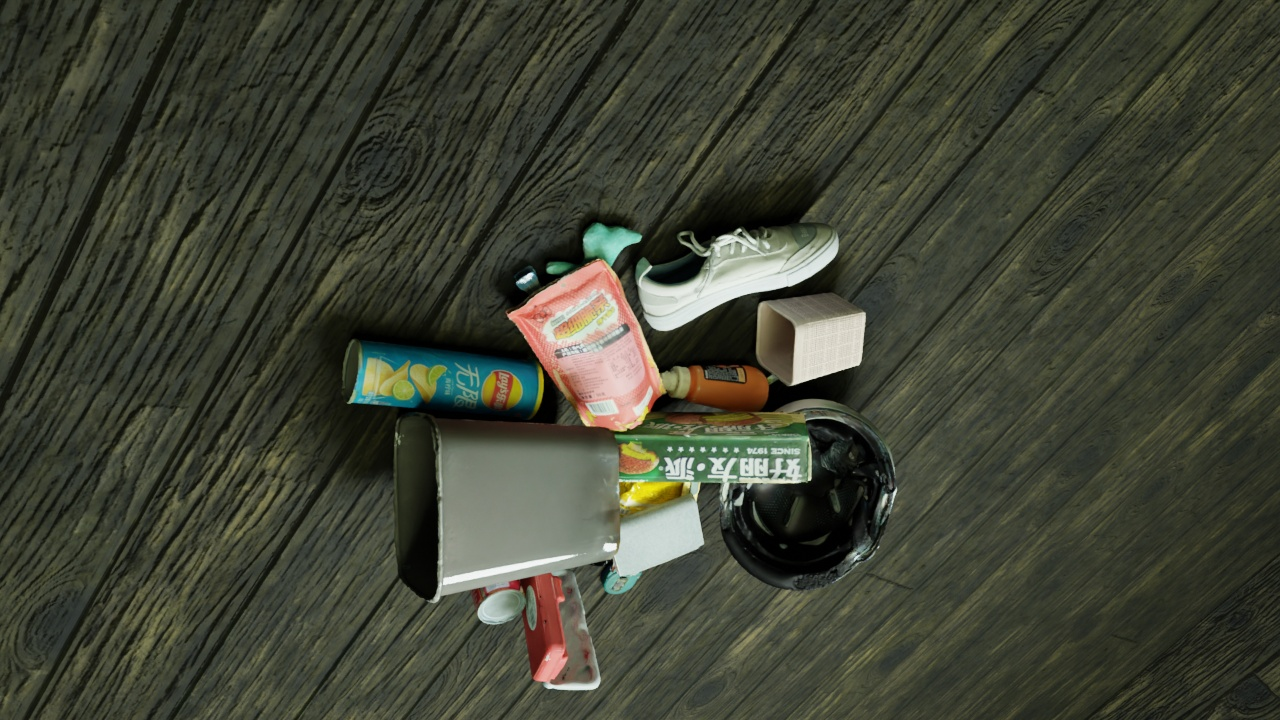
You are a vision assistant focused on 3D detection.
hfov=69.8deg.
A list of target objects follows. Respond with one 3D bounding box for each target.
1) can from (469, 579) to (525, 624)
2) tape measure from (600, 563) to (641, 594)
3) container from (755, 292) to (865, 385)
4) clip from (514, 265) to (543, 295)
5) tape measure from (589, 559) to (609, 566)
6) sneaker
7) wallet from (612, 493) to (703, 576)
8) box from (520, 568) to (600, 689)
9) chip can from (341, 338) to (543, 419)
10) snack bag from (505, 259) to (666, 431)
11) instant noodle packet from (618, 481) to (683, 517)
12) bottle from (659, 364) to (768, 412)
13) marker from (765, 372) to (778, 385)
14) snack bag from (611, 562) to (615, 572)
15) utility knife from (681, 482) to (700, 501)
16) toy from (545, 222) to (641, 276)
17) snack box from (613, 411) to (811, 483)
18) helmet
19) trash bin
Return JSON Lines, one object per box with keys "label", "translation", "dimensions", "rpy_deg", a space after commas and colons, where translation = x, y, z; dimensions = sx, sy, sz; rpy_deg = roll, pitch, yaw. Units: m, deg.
{"label": "can", "translation": [-0.197, 0.296, 1.233], "dimensions": [0.066, 0.093, 0.067], "rpy_deg": [-14, 131, -16]}
{"label": "tape measure", "translation": [-0.031, 0.330, 1.387], "dimensions": [0.058, 0.025, 0.055], "rpy_deg": [12, 119, -32]}
{"label": "container", "translation": [0.218, -0.032, 1.168], "dimensions": [0.110, 0.090, 0.090], "rpy_deg": [-12, 118, -21]}
{"label": "clip", "translation": [-0.117, -0.079, 1.023], "dimensions": [0.026, 0.037, 0.058], "rpy_deg": [-36, 130, 2]}
{"label": "tape measure", "translation": [-0.062, 0.261, 1.294], "dimensions": [0.057, 0.058, 0.039], "rpy_deg": [-55, 138, -17]}
{"label": "sneaker", "translation": [0.107, -0.122, 1.056], "dimensions": [0.242, 0.089, 0.091], "rpy_deg": [-22, 128, 0]}
{"label": "wallet", "translation": [0.020, 0.242, 1.274], "dimensions": [0.129, 0.037, 0.107], "rpy_deg": [-18, 128, -9]}
{"label": "box", "translation": [-0.106, 0.334, 1.231], "dimensions": [0.100, 0.200, 0.095], "rpy_deg": [10, 125, -24]}
{"label": "chip can", "translation": [-0.217, 0.022, 1.019], "dimensions": [0.210, 0.071, 0.071], "rpy_deg": [8, 122, -30]}
{"label": "snack bag", "translation": [-0.053, -0.011, 1.056], "dimensions": [0.128, 0.073, 0.208], "rpy_deg": [-25, 126, 5]}
{"label": "instant noodle packet", "translation": [0.014, 0.189, 1.283], "dimensions": [0.128, 0.044, 0.111], "rpy_deg": [12, 114, -37]}
{"label": "bottle", "translation": [0.090, 0.033, 1.187], "dimensions": [0.149, 0.066, 0.067], "rpy_deg": [8, 122, -22]}
{"label": "marker", "translation": [0.207, 0.003, 1.248], "dimensions": [0.124, 0.015, 0.018], "rpy_deg": [-34, 129, 7]}
{"label": "snack bag", "translation": [-0.021, 0.264, 1.336], "dimensions": [0.045, 0.026, 0.105], "rpy_deg": [-33, 142, -45]}
{"label": "utility knife", "translation": [0.071, 0.182, 1.276], "dimensions": [0.031, 0.019, 0.183], "rpy_deg": [-6, 129, -20]}
{"label": "toy", "translation": [-0.055, -0.112, 1.018], "dimensions": [0.096, 0.030, 0.092], "rpy_deg": [8, 120, -27]}
{"label": "snack box", "translation": [0.087, 0.106, 1.138], "dimensions": [0.240, 0.114, 0.063], "rpy_deg": [0, 101, 8]}
{"label": "helmet", "translation": [0.235, 0.169, 1.284], "dimensions": [0.230, 0.156, 0.275], "rpy_deg": [22, 116, 8]}
{"label": "trash bin", "translation": [-0.153, 0.153, 1.042], "dimensions": [0.219, 0.199, 0.198], "rpy_deg": [-1, 88, -27]}
